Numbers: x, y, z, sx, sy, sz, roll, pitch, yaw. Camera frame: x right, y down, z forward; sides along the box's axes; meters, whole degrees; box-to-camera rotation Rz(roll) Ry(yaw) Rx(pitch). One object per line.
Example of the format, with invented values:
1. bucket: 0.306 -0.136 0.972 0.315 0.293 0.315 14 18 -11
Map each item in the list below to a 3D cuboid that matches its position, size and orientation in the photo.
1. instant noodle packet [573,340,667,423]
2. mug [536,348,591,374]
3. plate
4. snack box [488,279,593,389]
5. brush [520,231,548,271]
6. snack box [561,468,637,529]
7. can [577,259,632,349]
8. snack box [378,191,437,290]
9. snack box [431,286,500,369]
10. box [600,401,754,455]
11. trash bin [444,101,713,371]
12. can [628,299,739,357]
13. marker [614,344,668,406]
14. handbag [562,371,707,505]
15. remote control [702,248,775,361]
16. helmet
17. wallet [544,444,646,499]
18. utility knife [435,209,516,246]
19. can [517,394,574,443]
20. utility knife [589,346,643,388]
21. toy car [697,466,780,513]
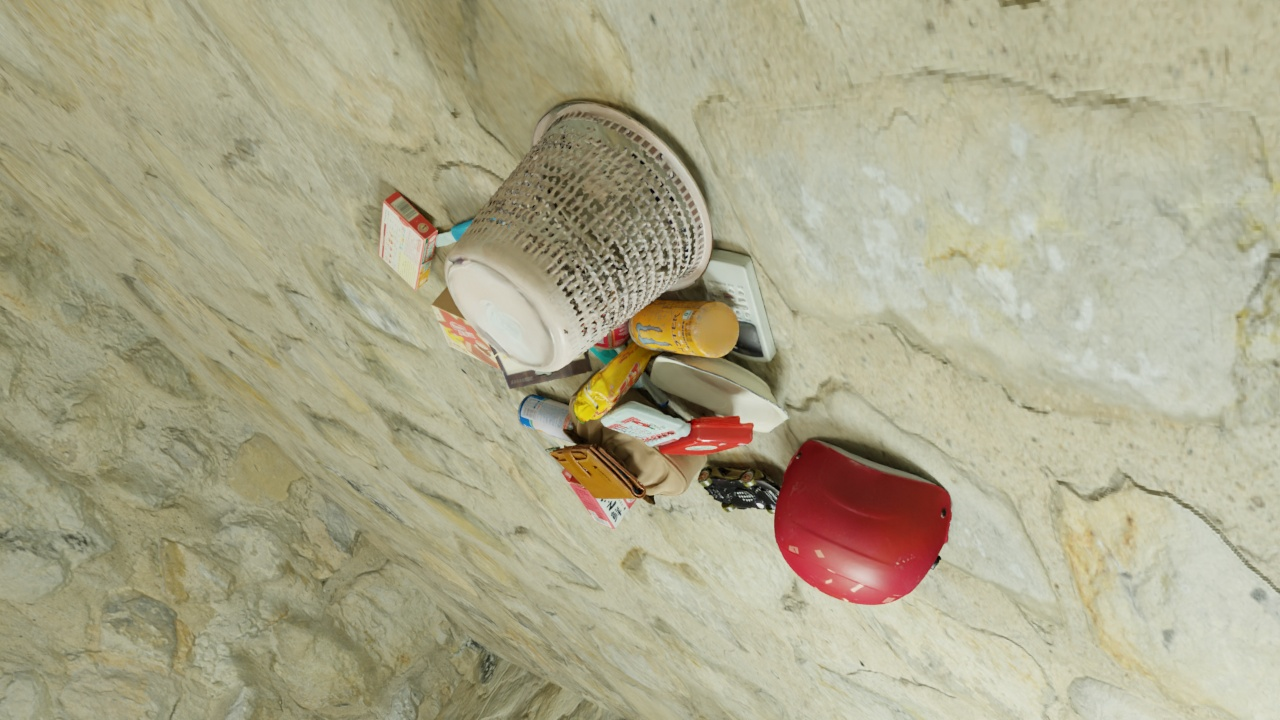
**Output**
1. instant noodle packet: -0.023 0.016 1.102 0.044 0.128 0.111 45 152 3
2. mug: -0.126 -0.046 1.190 0.124 0.083 0.103 -10 133 19
3. plate: 0.093 0.029 1.062 0.163 0.034 0.164 25 167 2
4. snack box: -0.127 -0.034 1.111 0.113 0.053 0.126 -12 137 6
5. brush: -0.170 -0.115 1.119 0.146 0.063 0.073 -17 133 44
6. snack box: -0.046 0.171 1.383 0.044 0.113 0.127 16 147 40
7. can: -0.040 -0.063 1.066 0.066 0.066 0.094 25 151 19
8. snack box: -0.322 -0.160 1.260 0.077 0.027 0.156 44 153 2
9. snack box: -0.218 -0.057 1.260 0.093 0.076 0.094 24 150 22
10. box: 0.039 0.085 1.114 0.160 0.050 0.201 11 169 -9
11. trash bin: -0.074 -0.103 0.890 0.227 0.191 0.228 30 149 20
12. can: 0.044 -0.036 0.995 0.058 0.058 0.146 48 162 -23
13. marker: -0.007 0.007 1.191 0.017 0.016 0.146 -2 134 49
14. handbag: -0.017 0.115 1.279 0.204 0.099 0.148 39 149 4
15. remote control: 0.103 -0.055 0.969 0.058 0.021 0.150 16 145 34
16. helmet: 0.251 0.220 1.106 0.207 0.143 0.240 21 150 22
17. wallet: -0.064 0.147 1.258 0.119 0.035 0.131 42 156 -17
18. utility knife: -0.215 -0.162 1.160 0.209 0.018 0.034 -3 135 52
19. can: -0.123 0.092 1.412 0.135 0.053 0.053 15 146 34
20. utility knife: -0.048 -0.015 1.186 0.029 0.013 0.178 -31 128 16
21. toy car: 0.141 0.175 1.258 0.158 0.042 0.070 -5 133 52
